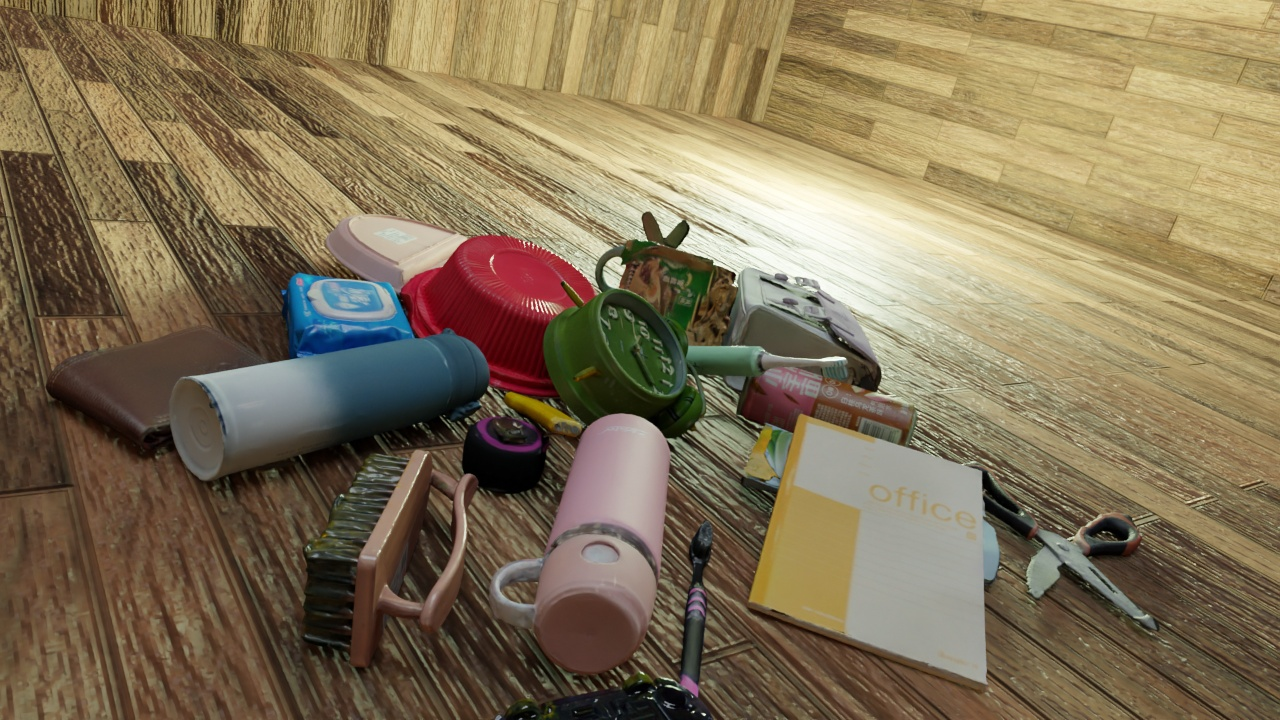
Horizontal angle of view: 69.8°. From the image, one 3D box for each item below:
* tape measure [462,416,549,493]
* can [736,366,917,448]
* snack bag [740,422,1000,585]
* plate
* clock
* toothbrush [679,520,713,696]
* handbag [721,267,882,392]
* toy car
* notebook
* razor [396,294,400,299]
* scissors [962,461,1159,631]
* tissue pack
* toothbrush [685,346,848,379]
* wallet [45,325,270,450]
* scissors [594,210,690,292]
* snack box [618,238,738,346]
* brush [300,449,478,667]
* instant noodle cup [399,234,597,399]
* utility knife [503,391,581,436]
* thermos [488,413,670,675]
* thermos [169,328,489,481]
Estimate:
[{"bbox_3d":[-0.093,0.062,0.628,0.057,0.039,0.058,3,24,-27],"label":"tape measure"},{"bbox_3d":[0.161,0.044,0.801,0.147,0.058,0.057,18,22,11],"label":"can"},{"bbox_3d":[0.176,0.102,0.697,0.191,0.039,0.110,19,16,12],"label":"snack bag"},{"bbox_3d":[-0.206,-0.102,0.949,0.229,0.028,0.229,19,18,-7],"label":"plate"},{"bbox_3d":[-0.004,0.004,0.741,0.161,0.056,0.116,23,45,-40],"label":"clock"},{"bbox_3d":[0.032,0.146,0.525,0.014,0.018,0.188,16,22,0],"label":"toothbrush"},{"bbox_3d":[0.158,-0.023,0.925,0.145,0.098,0.196,22,18,-3],"label":"handbag"},{"bbox_3d":[-0.015,0.171,0.410,0.106,0.031,0.049,-3,27,-33],"label":"toy car"},{"bbox_3d":[0.161,0.117,0.623,0.146,0.010,0.205,18,35,9],"label":"notebook"},{"bbox_3d":[-0.263,-0.061,0.862,0.043,0.022,0.142,26,25,32],"label":"razor"},{"bbox_3d":[0.324,0.138,0.723,0.189,0.015,0.222,29,25,34],"label":"scissors"},{"bbox_3d":[-0.242,-0.032,0.757,0.094,0.052,0.157,3,24,-27],"label":"tissue pack"},{"bbox_3d":[0.077,0.001,0.791,0.225,0.027,0.026,1,19,42],"label":"toothbrush"},{"bbox_3d":[-0.314,0.017,0.622,0.101,0.032,0.124,25,24,20],"label":"wallet"},{"bbox_3d":[0.008,-0.097,0.994,0.179,0.173,0.019,2,52,29],"label":"scissors"},{"bbox_3d":[0.032,-0.053,0.916,0.117,0.118,0.105,16,9,4],"label":"snack box"},{"bbox_3d":[-0.128,0.095,0.495,0.073,0.063,0.145,8,20,-3],"label":"brush"},{"bbox_3d":[-0.108,-0.050,0.809,0.193,0.066,0.193,20,30,-13],"label":"instant noodle cup"},{"bbox_3d":[-0.075,0.039,0.673,0.033,0.015,0.154,17,-1,-20],"label":"utility knife"},{"bbox_3d":[-0.029,0.099,0.542,0.087,0.067,0.198,7,22,3],"label":"thermos"},{"bbox_3d":[-0.198,0.025,0.627,0.070,0.070,0.219,27,25,32],"label":"thermos"}]
